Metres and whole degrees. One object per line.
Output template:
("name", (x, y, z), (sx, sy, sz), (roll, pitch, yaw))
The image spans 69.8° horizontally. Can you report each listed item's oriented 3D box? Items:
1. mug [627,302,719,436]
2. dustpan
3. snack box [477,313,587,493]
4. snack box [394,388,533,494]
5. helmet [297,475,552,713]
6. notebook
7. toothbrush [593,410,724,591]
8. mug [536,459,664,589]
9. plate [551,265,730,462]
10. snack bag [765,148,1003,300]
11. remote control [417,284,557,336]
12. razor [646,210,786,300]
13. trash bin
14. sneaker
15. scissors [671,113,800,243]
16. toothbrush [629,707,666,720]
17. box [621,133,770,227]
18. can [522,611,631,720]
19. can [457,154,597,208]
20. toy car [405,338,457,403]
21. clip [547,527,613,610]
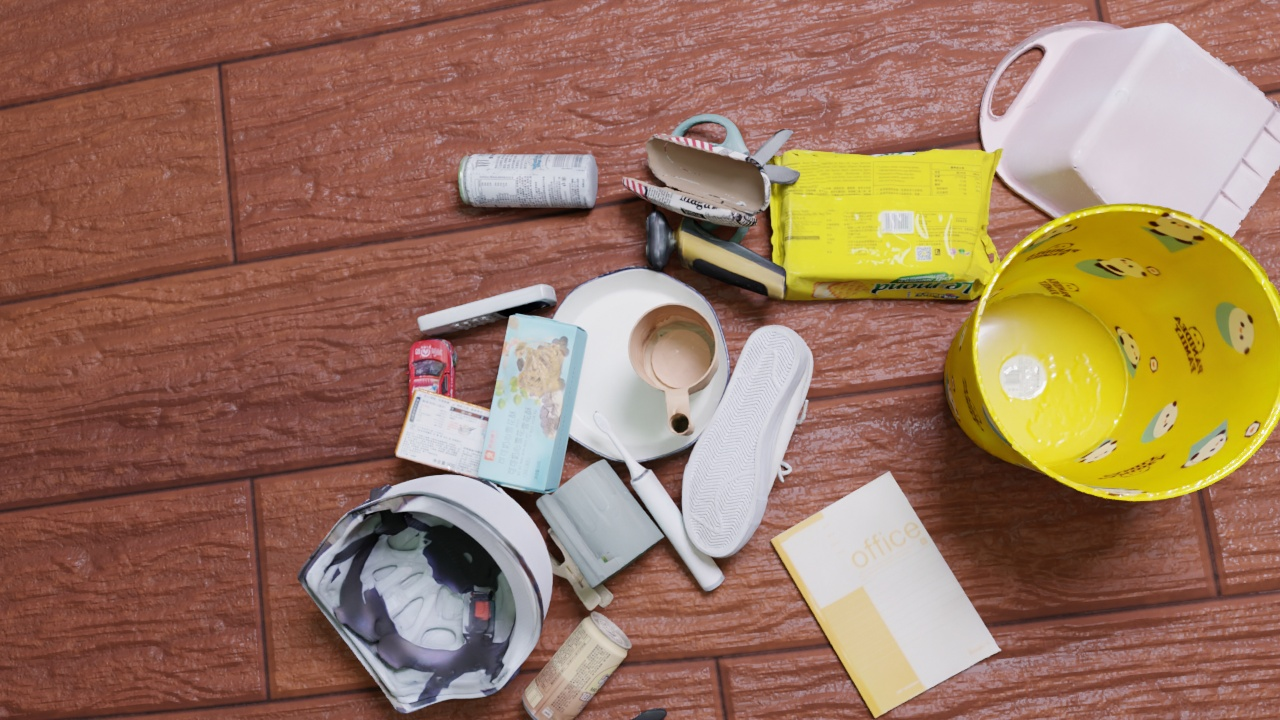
("mug", (0.038, 0.013, 0.899), (0.084, 0.103, 0.124), (-6, 83, 7))
("dustpan", (0.502, -0.229, 0.955), (0.273, 0.139, 0.222), (37, 89, -18))
("snack box", (-0.110, 0.044, 0.943), (0.074, 0.051, 0.174), (10, 86, 12))
("snack box", (-0.177, 0.086, 0.980), (0.153, 0.026, 0.075), (18, 85, -12))
("helmet", (-0.191, 0.212, 0.923), (0.259, 0.145, 0.229), (-37, 96, 24))
("notebook", (0.248, 0.238, 0.940), (0.146, 0.010, 0.206), (-30, 81, 4))
("toothbrush", (0.016, 0.143, 0.943), (0.027, 0.026, 0.221), (-34, 97, 0))
("mug", (-0.046, 0.168, 0.933), (0.084, 0.123, 0.103), (-41, 77, 21))
("plate", (-0.006, 0.006, 0.982), (0.205, 0.045, 0.204), (-1, 83, 7))
("snack bag", (0.249, -0.143, 0.951), (0.246, 0.068, 0.158), (0, 84, 7))
("remote control", (-0.166, -0.053, 1.003), (0.150, 0.058, 0.021), (-14, 85, 7))
("razor", (0.076, -0.102, 0.944), (0.167, 0.062, 0.067), (26, 66, 23))
("trash bin", (0.389, 0.004, 0.820), (0.230, 0.255, 0.229), (-1, 84, 8))
("sneaker", (0.114, 0.083, 0.940), (0.089, 0.090, 0.242), (21, 94, 25))
("scissors", (0.087, -0.180, 0.977), (0.170, 0.019, 0.181), (22, 102, 34))
("toothbrush", (-0.061, 0.395, 0.968), (0.189, 0.017, 0.014), (-19, 81, 9))
("box", (0.051, -0.173, 0.939), (0.163, 0.076, 0.087), (25, 56, 34))
("can", (-0.066, 0.323, 0.950), (0.058, 0.058, 0.116), (40, 91, 10))
("can", (-0.123, -0.198, 1.012), (0.147, 0.058, 0.058), (2, 84, 8))
("toy car", (-0.230, 0.034, 1.011), (0.053, 0.045, 0.120), (-3, 82, 6))
("clip", (-0.073, 0.222, 0.967), (0.034, 0.066, 0.099), (-44, 69, 1))
